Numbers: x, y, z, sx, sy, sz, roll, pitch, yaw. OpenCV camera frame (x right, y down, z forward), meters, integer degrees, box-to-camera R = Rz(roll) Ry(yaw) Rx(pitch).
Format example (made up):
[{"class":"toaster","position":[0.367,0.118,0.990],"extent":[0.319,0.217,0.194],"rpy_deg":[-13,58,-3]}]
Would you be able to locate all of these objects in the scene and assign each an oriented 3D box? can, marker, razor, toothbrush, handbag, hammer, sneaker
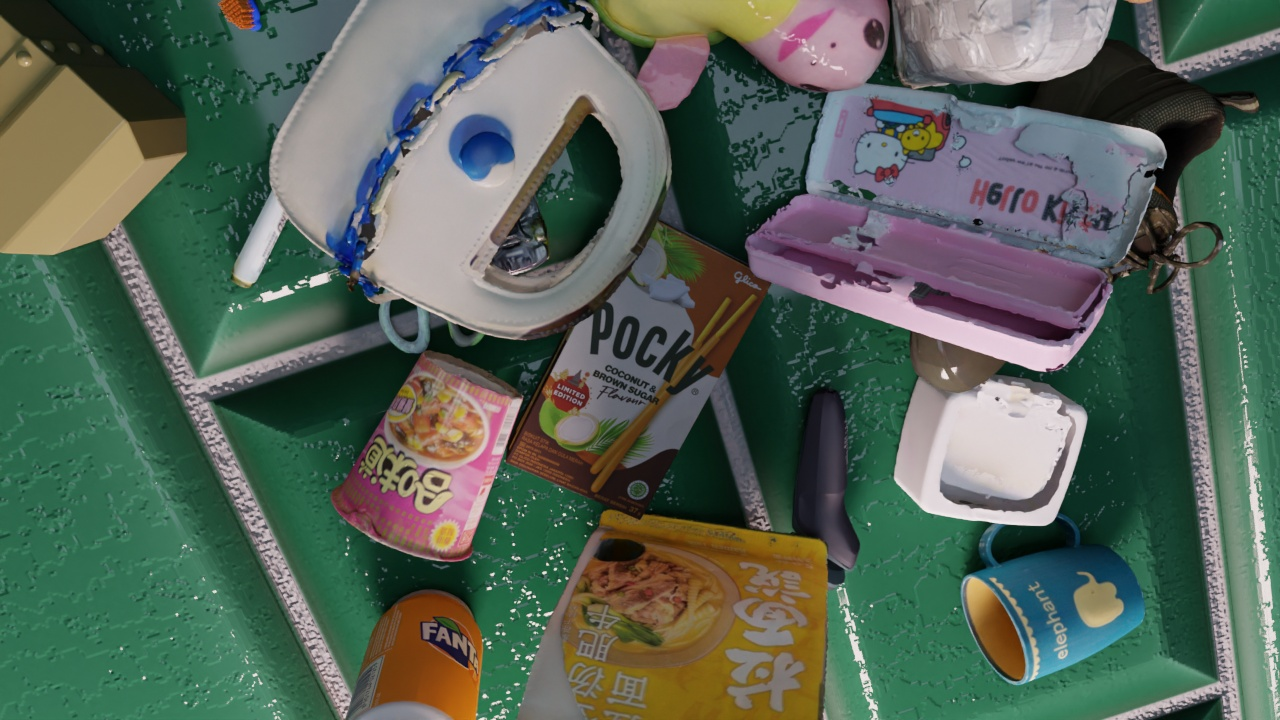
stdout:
[{"class":"can","position":[-0.146,0.216,0.601],"extent":[0.079,0.142,0.079],"rpy_deg":[-2,107,-6]},{"class":"marker","position":[-0.214,-0.110,0.562],"extent":[0.017,0.017,0.146],"rpy_deg":[29,102,-13]},{"class":"razor","position":[0.131,0.090,0.646],"extent":[0.052,0.047,0.143],"rpy_deg":[5,105,18]},{"class":"toothbrush","position":[-0.269,-0.268,0.508],"extent":[0.016,0.018,0.182],"rpy_deg":[-21,110,26]},{"class":"handbag","position":[0.205,-0.207,0.494],"extent":[0.123,0.171,0.112],"rpy_deg":[-7,107,-4]},{"class":"hammer","position":[-0.346,-0.122,0.383],"extent":[0.101,0.324,0.190],"rpy_deg":[-42,106,7]},{"class":"handbag","position":[-0.084,-0.111,0.509],"extent":[0.199,0.093,0.201],"rpy_deg":[32,98,-7]},{"class":"sneaker","position":[0.276,-0.067,0.551],"extent":[0.101,0.143,0.238],"rpy_deg":[19,102,-46]}]

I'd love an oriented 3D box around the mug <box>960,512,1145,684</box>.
[{"class":"mug","position":[0.298,0.165,0.671],"extent":[0.104,0.084,0.112],"rpy_deg":[-16,79,-7]}]

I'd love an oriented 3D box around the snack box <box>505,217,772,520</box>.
[{"class":"snack box","position":[-0.004,0.004,0.610],"extent":[0.101,0.031,0.186],"rpy_deg":[25,103,-13]}]

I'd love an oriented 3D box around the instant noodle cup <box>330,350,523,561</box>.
[{"class":"instant noodle cup","position":[-0.129,0.056,0.587],"extent":[0.097,0.097,0.108],"rpy_deg":[25,94,-13]}]

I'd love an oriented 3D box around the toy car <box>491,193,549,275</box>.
[{"class":"toy car","position":[-0.088,-0.105,0.568],"extent":[0.048,0.033,0.105],"rpy_deg":[-14,95,6]}]

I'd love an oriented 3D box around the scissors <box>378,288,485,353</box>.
[{"class":"scissors","position":[-0.130,-0.090,0.580],"extent":[0.078,0.032,0.176],"rpy_deg":[-1,111,-2]}]

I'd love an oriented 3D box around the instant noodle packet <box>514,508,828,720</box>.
[{"class":"instant noodle packet","position":[0.028,0.177,0.550],"extent":[0.163,0.221,0.084],"rpy_deg":[7,106,9]}]

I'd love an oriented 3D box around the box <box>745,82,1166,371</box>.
[{"class":"box","position":[0.174,-0.078,0.535],"extent":[0.149,0.202,0.073],"rpy_deg":[-58,145,-11]}]

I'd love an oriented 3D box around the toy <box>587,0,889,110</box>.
[{"class":"toy","position":[0.043,-0.232,0.513],"extent":[0.238,0.087,0.191],"rpy_deg":[27,119,-14]}]

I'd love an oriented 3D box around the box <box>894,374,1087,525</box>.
[{"class":"box","position":[0.245,0.060,0.631],"extent":[0.107,0.076,0.102],"rpy_deg":[7,107,-10]}]
